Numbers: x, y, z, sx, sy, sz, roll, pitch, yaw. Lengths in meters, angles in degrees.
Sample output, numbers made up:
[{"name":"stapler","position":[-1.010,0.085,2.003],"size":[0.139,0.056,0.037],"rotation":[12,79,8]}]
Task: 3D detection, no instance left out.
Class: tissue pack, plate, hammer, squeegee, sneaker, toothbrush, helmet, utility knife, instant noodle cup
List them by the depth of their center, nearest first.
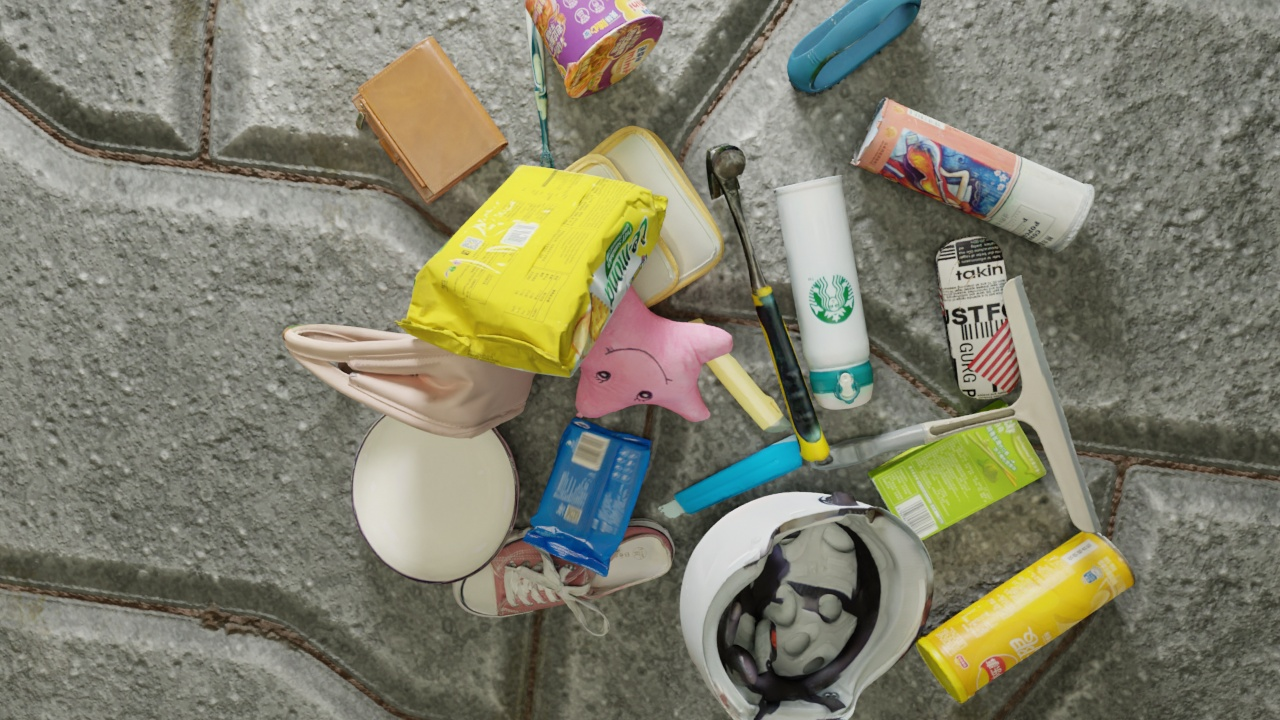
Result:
[{"name":"instant noodle cup","position":[-0.050,-0.323,0.867],"size":[0.111,0.111,0.099],"rotation":[-34,87,7]},{"name":"hammer","position":[0.124,-0.053,0.894],"size":[0.032,0.126,0.323],"rotation":[-19,104,4]},{"name":"helmet","position":[0.145,0.228,0.902],"size":[0.258,0.146,0.229],"rotation":[-10,107,-28]},{"name":"squeegee","position":[0.289,0.073,0.910],"size":[0.247,0.039,0.246],"rotation":[-18,86,24]},{"name":"toothbrush","position":[-0.101,-0.273,0.917],"size":[0.016,0.018,0.191],"rotation":[-4,98,3]},{"name":"tissue pack","position":[-0.051,0.134,0.923],"size":[0.095,0.052,0.156],"rotation":[20,56,0]},{"name":"utility knife","position":[0.099,0.017,0.948],"size":[0.031,0.018,0.151],"rotation":[-39,96,3]},{"name":"sneaker","position":[-0.083,0.221,0.950],"size":[0.241,0.087,0.118],"rotation":[-11,97,4]},{"name":"plate","position":[-0.208,0.133,0.953],"size":[0.193,0.039,0.192],"rotation":[0,90,17]},{"name":"utility knife","position":[0.095,0.127,0.962],"size":[0.166,0.018,0.034],"rotation":[-26,83,8]}]

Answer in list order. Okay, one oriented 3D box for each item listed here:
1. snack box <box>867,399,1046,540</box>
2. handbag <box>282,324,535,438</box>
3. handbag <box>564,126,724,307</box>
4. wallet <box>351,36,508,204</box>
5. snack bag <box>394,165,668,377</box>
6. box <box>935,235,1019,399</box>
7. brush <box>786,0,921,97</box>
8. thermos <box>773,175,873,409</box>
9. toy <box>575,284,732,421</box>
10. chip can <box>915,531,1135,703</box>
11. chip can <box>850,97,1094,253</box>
[{"name":"snack box","position":[0.324,0.116,0.943],"size":[0.156,0.026,0.086],"rotation":[-31,95,7]},{"name":"handbag","position":[-0.230,-0.001,0.886],"size":[0.234,0.193,0.093],"rotation":[10,97,12]},{"name":"handbag","position":[-0.025,-0.125,0.915],"size":[0.179,0.063,0.163],"rotation":[-33,93,11]},{"name":"wallet","position":[-0.218,-0.236,0.920],"size":[0.119,0.035,0.130],"rotation":[-35,93,7]},{"name":"snack bag","position":[-0.089,-0.089,0.803],"size":[0.158,0.245,0.068],"rotation":[13,135,16]},{"name":"box","position":[0.334,-0.041,0.903],"size":[0.074,0.064,0.164],"rotation":[-16,97,-11]},{"name":"brush","position":[0.202,-0.309,0.867],"size":[0.144,0.073,0.055],"rotation":[-36,90,8]},{"name":"thermos","position":[0.184,-0.064,0.902],"size":[0.073,0.073,0.224],"rotation":[-11,97,4]},{"name":"toy","position":[-0.005,0.005,0.919],"size":[0.194,0.074,0.179],"rotation":[32,124,-15]},{"name":"chip can","position":[0.383,0.253,0.920],"size":[0.213,0.072,0.072],"rotation":[-33,95,-3]},{"name":"chip can","position":[0.316,-0.179,0.880],"size":[0.215,0.071,0.071],"rotation":[24,98,0]}]
